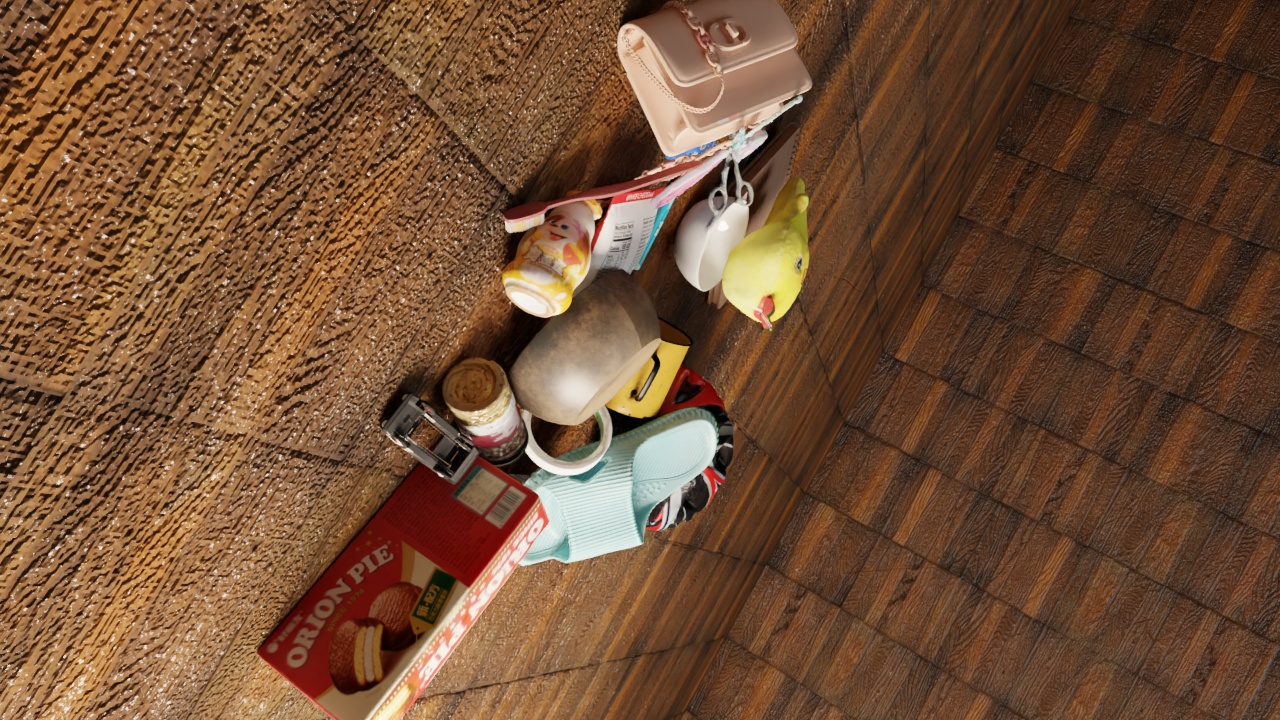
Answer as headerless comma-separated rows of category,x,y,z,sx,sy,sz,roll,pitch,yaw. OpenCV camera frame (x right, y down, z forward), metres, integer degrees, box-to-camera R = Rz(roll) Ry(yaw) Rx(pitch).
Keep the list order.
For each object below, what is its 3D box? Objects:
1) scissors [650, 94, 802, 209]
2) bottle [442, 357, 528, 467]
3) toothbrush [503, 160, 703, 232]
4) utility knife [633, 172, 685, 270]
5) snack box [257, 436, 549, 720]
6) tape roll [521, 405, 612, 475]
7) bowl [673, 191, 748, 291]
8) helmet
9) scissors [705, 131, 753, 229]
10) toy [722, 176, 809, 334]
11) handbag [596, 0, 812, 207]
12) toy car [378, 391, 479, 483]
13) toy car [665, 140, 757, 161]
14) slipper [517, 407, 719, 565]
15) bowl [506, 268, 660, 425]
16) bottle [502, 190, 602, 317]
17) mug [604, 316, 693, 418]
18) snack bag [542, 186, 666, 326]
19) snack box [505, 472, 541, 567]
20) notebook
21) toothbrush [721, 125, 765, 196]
scissors,0.086,-0.197,0.859,0.171,0.013,0.174,-34,180,30
bottle,-0.136,0.048,0.814,0.056,0.056,0.105,-52,157,-23
toothbrush,-0.028,-0.141,0.773,0.184,0.015,0.016,-20,144,-18
utility knife,0.023,-0.163,0.982,0.148,0.015,0.022,-63,162,-5
snack box,-0.193,0.189,0.778,0.235,0.113,0.060,-52,158,-24
tape roll,-0.075,0.068,0.927,0.093,0.094,0.018,-49,175,-30
bowl,0.076,-0.144,1.073,0.114,0.050,0.115,-48,155,-32
helmet,0.028,0.121,1.175,0.217,0.167,0.272,-54,170,-12
scissors,0.093,-0.226,0.998,0.120,0.014,0.160,-35,120,-36
toy,0.159,-0.128,1.095,0.134,0.092,0.207,95,21,-58
handbag,0.030,-0.242,0.841,0.198,0.116,0.188,-29,-178,-30
toy car,-0.174,0.064,0.758,0.040,0.037,0.092,-55,133,-15
toy car,0.074,-0.223,0.956,0.091,0.062,0.033,-37,148,-48
slipper,-0.018,0.134,0.966,0.275,0.069,0.116,-25,119,-24
bowl,-0.046,-0.004,0.865,0.162,0.070,0.162,-44,173,-8
bottle,-0.071,-0.093,0.782,0.108,0.063,0.063,-64,161,-19
mug,-0.006,0.006,0.980,0.094,0.100,0.123,-66,-160,15
snack bag,-0.030,-0.100,0.882,0.144,0.039,0.130,-58,169,23
snack box,-0.138,0.176,1.000,0.101,0.032,0.186,-62,159,1
notebook,0.150,-0.189,1.207,0.168,0.022,0.211,-49,159,-32
toothbrush,0.111,-0.213,1.122,0.167,0.013,0.013,-62,167,1
